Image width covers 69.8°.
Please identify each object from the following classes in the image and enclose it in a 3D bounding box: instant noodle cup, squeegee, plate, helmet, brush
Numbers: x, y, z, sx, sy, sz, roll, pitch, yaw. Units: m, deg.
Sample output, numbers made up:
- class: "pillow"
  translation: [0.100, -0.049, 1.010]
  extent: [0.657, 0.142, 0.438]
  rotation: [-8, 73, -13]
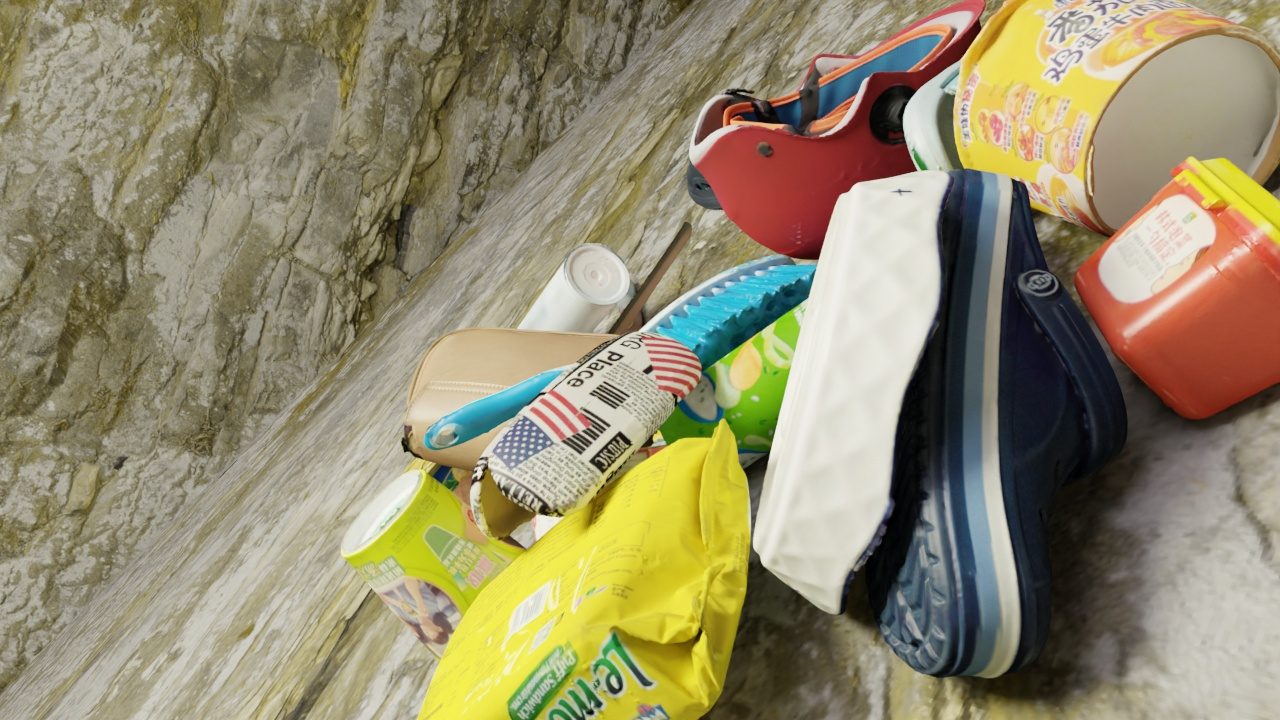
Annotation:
- class: "instant noodle cup"
  translation: [0.254, -0.128, 0.485]
  extent: [0.138, 0.138, 0.109]
  rotation: [-38, 28, 12]
- class: "squeegee"
  translation: [-0.016, -0.053, 0.969]
  extent: [0.248, 0.040, 0.249]
  rotation: [-55, 11, 14]
- class: "plate"
  translation: [0.093, 0.010, 0.428]
  extent: [0.205, 0.045, 0.205]
  rotation: [16, -91, -82]
- class: "instant noodle cup"
  translation: [-0.144, 0.146, 0.663]
  extent: [0.112, 0.123, 0.111]
  rotation: [-36, 20, 15]
- class: "helmet"
  translation: [0.166, -0.166, 0.713]
  extent: [0.240, 0.144, 0.206]
  rotation: [-23, 21, 7]
- class: "brush"
  translation: [-0.004, 0.004, 0.664]
  extent: [0.314, 0.060, 0.109]
  rotation: [-30, 32, -12]

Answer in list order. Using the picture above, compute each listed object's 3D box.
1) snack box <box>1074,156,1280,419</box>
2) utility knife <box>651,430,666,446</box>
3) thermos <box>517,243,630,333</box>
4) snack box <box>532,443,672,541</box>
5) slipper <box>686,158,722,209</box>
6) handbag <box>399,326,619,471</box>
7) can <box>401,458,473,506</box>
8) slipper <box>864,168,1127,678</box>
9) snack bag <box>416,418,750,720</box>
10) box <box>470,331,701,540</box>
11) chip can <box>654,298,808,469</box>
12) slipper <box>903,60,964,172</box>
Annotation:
- class: "snack box"
  translation: [0.235, -0.030, 0.383]
  extent: [0.080, 0.082, 0.091]
  rotation: [-43, 16, 28]
- class: "utility knife"
  translation: [0.047, 0.027, 0.709]
  extent: [0.201, 0.015, 0.033]
  rotation: [-49, 21, -20]
- class: "thermos"
  translation: [-0.085, -0.036, 0.955]
  extent: [0.073, 0.073, 0.225]
  rotation: [-56, 7, -34]
- class: "snack box"
  translation: [-0.025, 0.099, 0.607]
  extent: [0.027, 0.077, 0.156]
  rotation: [-7, -4, -37]
- class: "slipper"
  translation: [0.114, -0.234, 1.041]
  extent: [0.110, 0.083, 0.268]
  rotation: [-42, 21, -4]
- class: "handbag"
  translation: [-0.091, 0.040, 0.763]
  extent: [0.205, 0.100, 0.147]
  rotation: [5, 36, 22]
- class: "can"
  translation: [-0.178, 0.135, 0.812]
  extent: [0.057, 0.083, 0.101]
  rotation: [-14, 33, 52]
- class: "slipper"
  translation: [0.158, 0.022, 0.408]
  extent: [0.105, 0.095, 0.252]
  rotation: [88, -166, -56]
- class: "snack bag"
  translation: [-0.038, 0.148, 0.479]
  extent: [0.247, 0.068, 0.157]
  rotation: [-46, 15, 28]
- class: "box"
  translation: [-0.027, 0.043, 0.539]
  extent: [0.087, 0.076, 0.161]
  rotation: [9, 35, 35]
- class: "chip can"
  translation: [0.116, -0.006, 0.567]
  extent: [0.236, 0.072, 0.072]
  rotation: [-36, 20, 19]
- class: "slipper"
  translation: [0.267, -0.177, 0.605]
  extent: [0.244, 0.104, 0.074]
  rotation: [-44, 20, -23]
